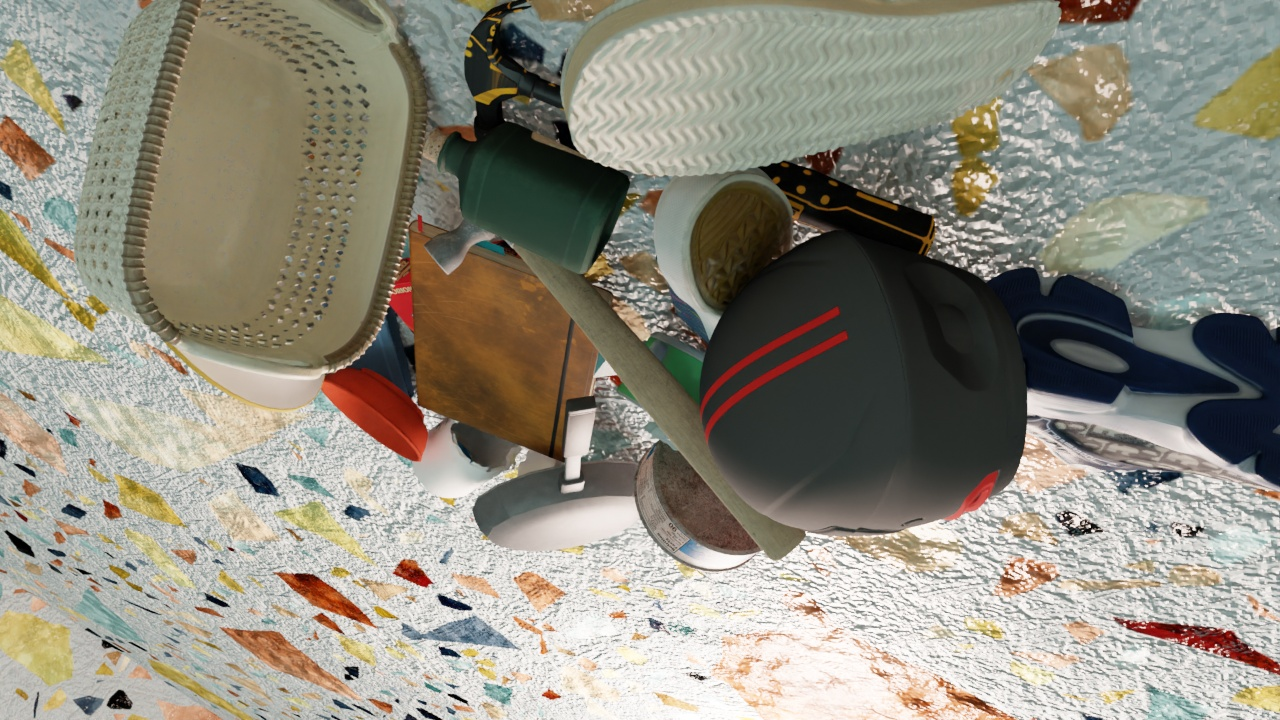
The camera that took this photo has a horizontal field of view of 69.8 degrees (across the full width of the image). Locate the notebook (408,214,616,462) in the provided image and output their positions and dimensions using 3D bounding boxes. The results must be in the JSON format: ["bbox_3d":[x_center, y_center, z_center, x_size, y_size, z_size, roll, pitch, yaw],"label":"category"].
[{"bbox_3d":[-0.106,-0.006,0.763,0.178,0.014,0.250,21,142,5],"label":"notebook"}]

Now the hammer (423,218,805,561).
[{"bbox_3d":[-0.004,0.004,0.638,0.331,0.119,0.031,50,177,6],"label":"hammer"}]

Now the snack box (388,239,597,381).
[{"bbox_3d":[-0.125,-0.034,0.783,0.152,0.035,0.133,-5,134,32],"label":"snack box"}]

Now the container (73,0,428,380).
[{"bbox_3d":[-0.249,-0.119,0.589,0.143,0.246,0.184,8,174,34],"label":"container"}]

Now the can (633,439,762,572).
[{"bbox_3d":[0.062,0.111,0.782,0.130,0.129,0.044,29,142,-7],"label":"can"}]

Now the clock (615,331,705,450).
[{"bbox_3d":[0.061,0.046,0.712,0.161,0.075,0.122,31,177,-6],"label":"clock"}]

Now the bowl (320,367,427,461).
[{"bbox_3d":[-0.247,0.045,0.873,0.122,0.035,0.122,30,156,14],"label":"bowl"}]

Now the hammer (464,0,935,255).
[{"bbox_3d":[0.036,-0.135,0.585,0.320,0.036,0.123,22,148,3],"label":"hammer"}]

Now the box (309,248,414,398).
[{"bbox_3d":[-0.260,-0.029,0.876,0.066,0.049,0.210,1,142,-2],"label":"box"}]

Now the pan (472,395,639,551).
[{"bbox_3d":[-0.061,0.110,0.809,0.178,0.041,0.358,-8,156,-11],"label":"pan"}]

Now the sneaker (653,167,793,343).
[{"bbox_3d":[0.047,-0.066,0.596,0.079,0.087,0.235,36,173,24],"label":"sneaker"}]

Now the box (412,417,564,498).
[{"bbox_3d":[-0.148,0.089,0.911,0.112,0.084,0.163,43,138,-11],"label":"box"}]

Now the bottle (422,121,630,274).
[{"bbox_3d":[-0.080,-0.115,0.602,0.131,0.061,0.061,25,131,2],"label":"bottle"}]

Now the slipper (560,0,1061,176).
[{"bbox_3d":[0.084,-0.149,0.434,0.262,0.052,0.115,-12,154,-23],"label":"slipper"}]

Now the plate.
[{"bbox_3d":[-0.321,-0.065,0.721,0.021,0.229,0.230,-29,124,10],"label":"plate"}]

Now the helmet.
[{"bbox_3d":[0.120,0.022,0.544,0.170,0.164,0.265,-12,158,-2],"label":"helmet"}]

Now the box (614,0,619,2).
[{"bbox_3d":[0.015,-0.198,0.430,0.095,0.185,0.146,56,158,31],"label":"box"}]

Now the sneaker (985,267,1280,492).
[{"bbox_3d":[0.329,0.035,0.603,0.269,0.103,0.132,18,156,7],"label":"sneaker"}]
